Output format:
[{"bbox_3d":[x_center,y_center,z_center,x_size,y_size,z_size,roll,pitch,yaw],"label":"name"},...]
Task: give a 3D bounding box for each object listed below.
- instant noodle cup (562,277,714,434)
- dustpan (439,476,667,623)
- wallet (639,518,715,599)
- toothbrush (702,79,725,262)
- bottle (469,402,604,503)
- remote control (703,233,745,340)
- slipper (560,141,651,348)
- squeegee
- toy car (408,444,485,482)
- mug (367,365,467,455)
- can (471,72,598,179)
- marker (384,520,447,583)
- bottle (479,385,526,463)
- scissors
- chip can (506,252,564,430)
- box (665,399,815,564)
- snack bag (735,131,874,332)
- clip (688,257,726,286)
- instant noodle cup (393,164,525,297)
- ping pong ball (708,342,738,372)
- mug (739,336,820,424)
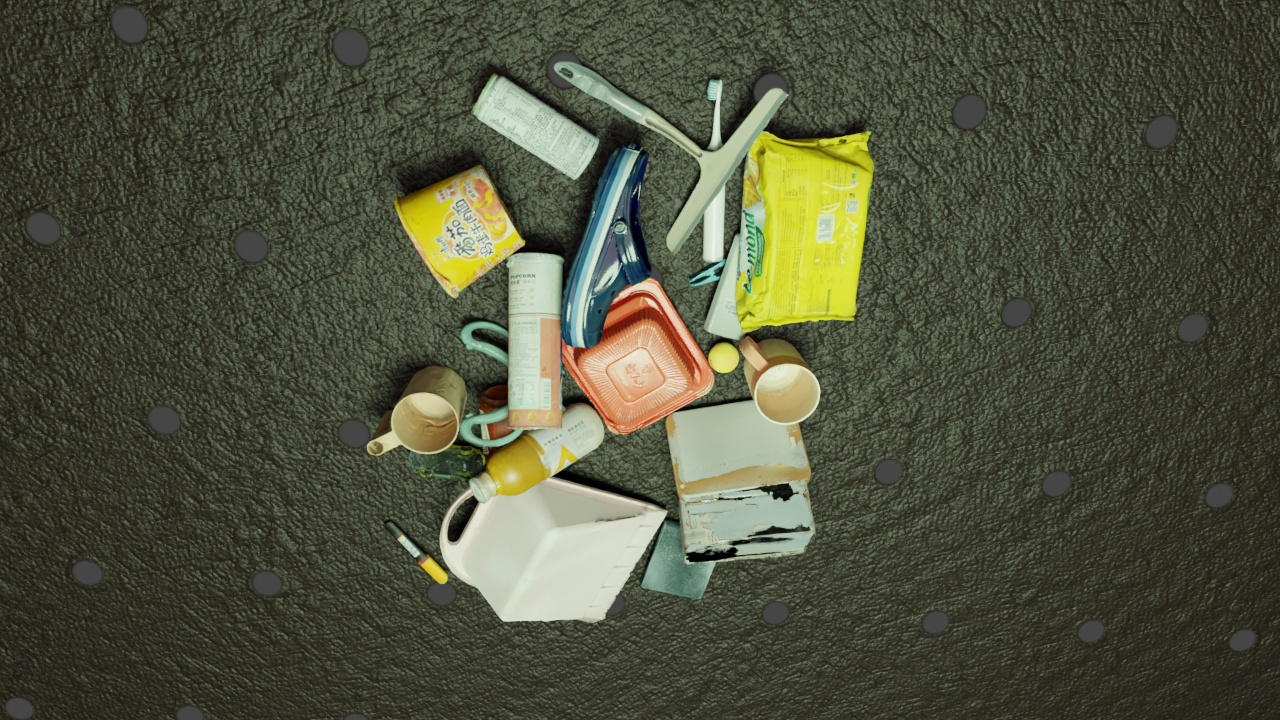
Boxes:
[{"bbox_3d":[-0.007,0.007,1.192,0.165,0.079,0.189,-31,111,9],"label":"instant noodle cup"},{"bbox_3d":[-0.130,0.250,1.283,0.273,0.139,0.223,10,117,-48],"label":"dustpan"},{"bbox_3d":[0.061,0.292,1.337,0.097,0.019,0.121,15,111,-9],"label":"wallet"},{"bbox_3d":[0.092,-0.231,1.132,0.026,0.026,0.221,4,112,11],"label":"toothbrush"},{"bbox_3d":[-0.134,0.122,1.190,0.189,0.068,0.068,-31,114,-30],"label":"bottle"},{"bbox_3d":[0.128,-0.095,1.179,0.056,0.019,0.135,12,104,-23],"label":"remote control"},{"bbox_3d":[-0.027,-0.132,1.109,0.095,0.105,0.253,18,103,6],"label":"slipper"},{"bbox_3d":[0.006,-0.289,1.101,0.246,0.039,0.247,31,124,-7],"label":"squeegee"},{"bbox_3d":[-0.263,0.135,1.254,0.105,0.032,0.048,5,111,7],"label":"toy car"},{"bbox_3d":[-0.287,0.070,1.188,0.125,0.103,0.084,-26,110,7],"label":"mug"},{"bbox_3d":[-0.123,-0.277,1.088,0.146,0.058,0.058,30,106,-13],"label":"can"},{"bbox_3d":[-0.321,0.273,1.314,0.018,0.015,0.124,-38,106,9],"label":"marker"},{"bbox_3d":[-0.182,0.136,1.244,0.060,0.059,0.206,-1,114,-2],"label":"bottle"},{"bbox_3d":[-0.180,0.038,1.169,0.170,0.178,0.019,39,146,-9],"label":"scissors"},{"bbox_3d":[-0.130,-0.021,1.134,0.071,0.071,0.214,0,86,-3],"label":"chip can"},{"bbox_3d":[0.131,0.163,1.257,0.183,0.193,0.157,-5,154,-1],"label":"box"},{"bbox_3d":[0.205,-0.157,1.130,0.158,0.068,0.247,-3,110,-15],"label":"snack bag"},{"bbox_3d":[0.089,-0.111,1.185,0.057,0.015,0.050,-24,113,5],"label":"clip"},{"bbox_3d":[-0.210,-0.160,1.095,0.110,0.138,0.138,-29,110,-1],"label":"instant noodle cup"},{"bbox_3d":[0.110,-0.004,1.213,0.040,0.040,0.040,-1,111,-3],"label":"ping pong ball"},{"bbox_3d":[0.170,0.014,1.188,0.082,0.105,0.114,-43,107,12],"label":"mug"}]
